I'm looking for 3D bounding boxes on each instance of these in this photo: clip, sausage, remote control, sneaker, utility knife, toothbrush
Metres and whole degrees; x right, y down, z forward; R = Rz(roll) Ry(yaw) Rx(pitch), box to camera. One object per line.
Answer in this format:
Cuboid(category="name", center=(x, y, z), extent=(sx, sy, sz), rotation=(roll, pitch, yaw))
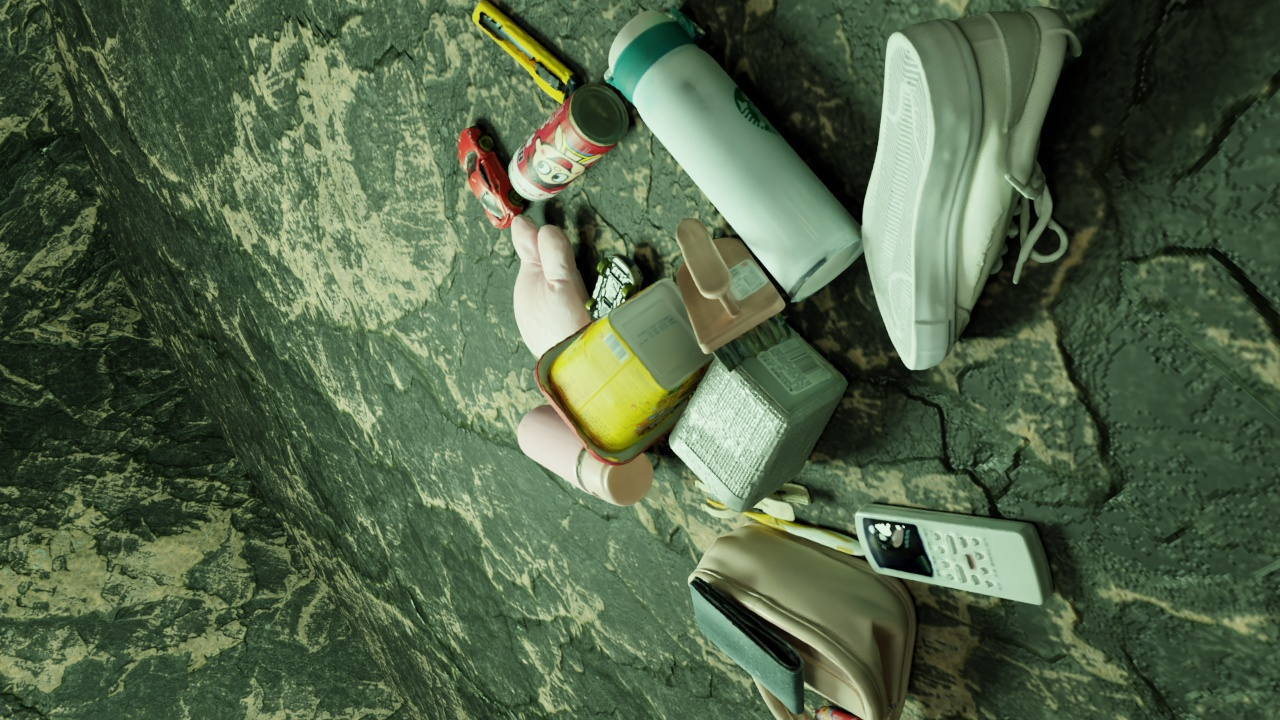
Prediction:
Cuboid(category="clip", center=(0.087, 0.123, 0.798), extent=(0.104, 0.083, 0.035), rotation=(25, 134, 57))
Cuboid(category="sausage", center=(0.215, 0.343, 0.838), extent=(0.156, 0.020, 0.020), rotation=(2, 116, 53))
Cuboid(category="remote control", center=(0.223, 0.139, 0.670), extent=(0.150, 0.021, 0.058), rotation=(-4, 111, 54))
Cuboid(category="sneaker", center=(0.183, -0.088, 0.513), extent=(0.242, 0.091, 0.089), rotation=(76, 179, -53))
Cuboid(category="utility knife", center=(-0.101, -0.268, 0.802), extent=(0.154, 0.015, 0.033), rotation=(45, 141, 23))
Cuboid(category="toothbrush", center=(0.125, 0.140, 0.809), extent=(0.192, 0.016, 0.018), rotation=(11, 114, 51))

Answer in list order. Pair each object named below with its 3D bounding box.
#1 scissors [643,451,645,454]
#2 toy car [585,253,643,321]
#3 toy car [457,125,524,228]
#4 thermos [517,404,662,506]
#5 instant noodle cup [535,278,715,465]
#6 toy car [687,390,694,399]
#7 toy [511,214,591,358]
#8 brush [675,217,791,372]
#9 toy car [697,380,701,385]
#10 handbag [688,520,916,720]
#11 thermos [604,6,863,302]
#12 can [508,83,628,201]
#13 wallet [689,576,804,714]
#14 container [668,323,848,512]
Cuboid(category="scissors", center=(-0.017, 0.058, 0.918), extent=(0.175, 0.012, 0.162), rotation=(34, 147, 48))
Cuboid(category="toy car", center=(-0.021, -0.060, 0.835), extent=(0.042, 0.035, 0.091), rotation=(45, 144, 20))
Cuboid(category="toy car", center=(-0.156, -0.185, 0.928), extent=(0.049, 0.031, 0.106), rotation=(-27, 90, 56))
Cuboid(category="thermos", center=(-0.052, 0.101, 0.956), extent=(0.087, 0.067, 0.199), rotation=(34, 170, -32))
Cuboid(category="instant noodle cup", center=(-0.004, 0.004, 0.740), extent=(0.116, 0.116, 0.124), rotation=(51, 144, 6))
Cuboid(category="toy car", center=(0.019, 0.016, 0.842), extent=(0.105, 0.031, 0.049), rotation=(55, 150, 4))
Cuboid(category="toy", center=(-0.088, -0.064, 0.905), extent=(0.121, 0.054, 0.160), rotation=(28, 133, 43))
Cuboid(category="brush", center=(0.058, -0.058, 0.668), extent=(0.073, 0.063, 0.145), rotation=(53, -169, -28))
Cuboid(category="toy car", center=(0.054, -0.011, 0.775), extent=(0.048, 0.032, 0.105), rotation=(54, 148, 9))
Cuboid(category="handbag", center=(0.151, 0.270, 0.818), extent=(0.193, 0.093, 0.234), rotation=(19, 133, 47))
Cuboid(category="thermos", center=(0.063, -0.148, 0.631), extent=(0.224, 0.073, 0.073), rotation=(53, 146, 13))
Cuboid(category="can", center=(-0.065, -0.182, 0.785), extent=(0.133, 0.053, 0.053), rotation=(-22, 96, 57))
Cuboid(category="wallet", center=(0.090, 0.243, 0.782), extent=(0.121, 0.019, 0.097), rotation=(35, 152, 32))
Cuboid(category="container", center=(0.092, 0.040, 0.712), extent=(0.090, 0.090, 0.115), rotation=(45, 141, 22))
